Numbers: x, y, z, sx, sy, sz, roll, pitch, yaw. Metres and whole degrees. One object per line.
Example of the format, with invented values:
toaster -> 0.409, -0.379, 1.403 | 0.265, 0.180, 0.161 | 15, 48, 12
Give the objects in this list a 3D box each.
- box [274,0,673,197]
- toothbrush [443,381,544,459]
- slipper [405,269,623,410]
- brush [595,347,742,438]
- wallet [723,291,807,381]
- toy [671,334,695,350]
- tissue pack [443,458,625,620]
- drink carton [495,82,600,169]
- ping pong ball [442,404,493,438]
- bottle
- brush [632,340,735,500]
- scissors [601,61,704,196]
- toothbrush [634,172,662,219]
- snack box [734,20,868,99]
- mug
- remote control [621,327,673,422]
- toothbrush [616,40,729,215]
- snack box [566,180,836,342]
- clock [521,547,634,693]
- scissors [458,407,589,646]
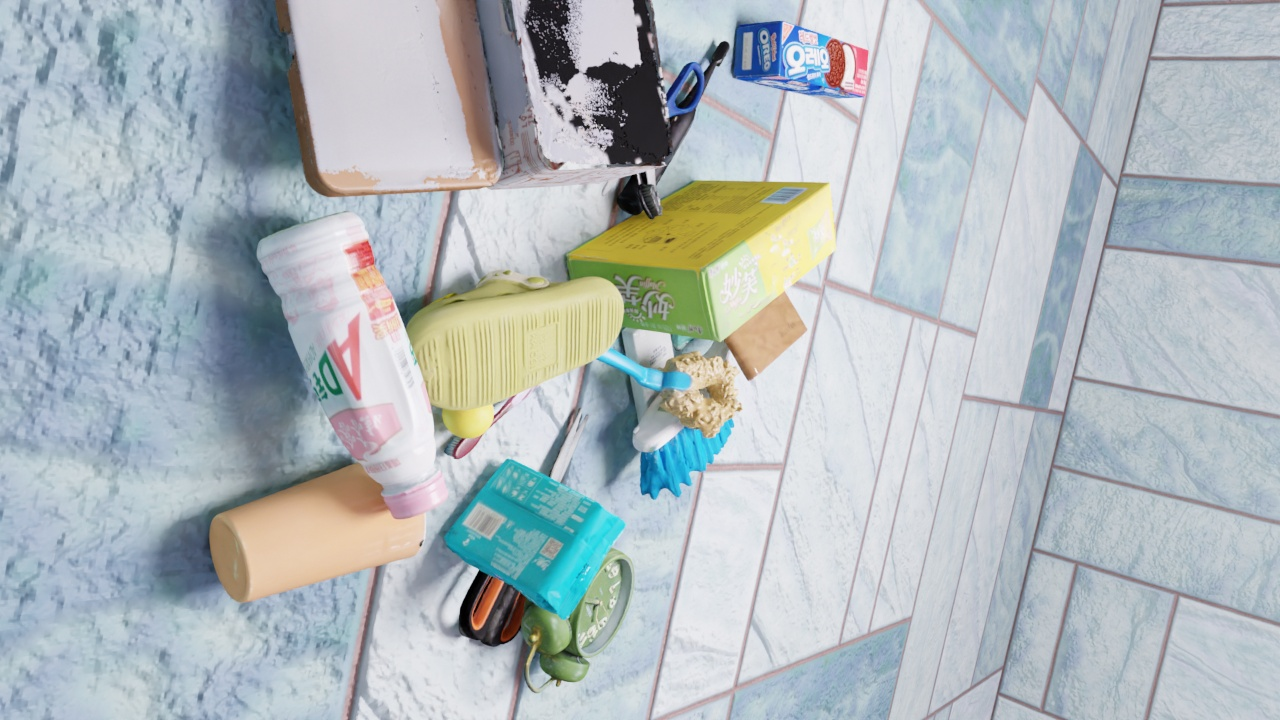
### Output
box -> -0.106, -0.204, 0.615 | 0.259, 0.082, 0.177 | -12, 96, -40
toothbrush -> -0.101, 0.023, 0.789 | 0.187, 0.017, 0.016 | -46, 131, -37
slipper -> -0.104, -0.025, 0.716 | 0.190, 0.081, 0.092 | -16, 127, -32
brush -> -0.005, 0.005, 0.828 | 0.254, 0.046, 0.083 | 22, 66, -32
wallet -> 0.119, -0.048, 0.952 | 0.115, 0.020, 0.101 | -37, 98, -39
toy -> 0.053, -0.056, 0.951 | 0.096, 0.030, 0.092 | -25, 128, -54
tissue pack -> -0.085, 0.143, 0.749 | 0.093, 0.134, 0.050 | -54, 142, -22
drink carton -> -0.062, -0.198, 0.738 | 0.122, 0.046, 0.053 | -51, 124, -33
ping pong ball -> -0.136, 0.042, 0.725 | 0.040, 0.040, 0.040 | -21, 118, -48
bottle -> -0.178, 0.006, 0.592 | 0.068, 0.068, 0.197 | -30, 106, -44
brush -> 0.083, 0.004, 0.961 | 0.313, 0.061, 0.109 | -48, 132, -37
scissors -> 0.007, -0.221, 0.825 | 0.174, 0.012, 0.162 | -42, 121, -31
toothbrush -> -0.012, -0.212, 0.792 | 0.014, 0.016, 0.189 | -35, 117, -39
snack box -> 0.181, -0.324, 1.005 | 0.207, 0.057, 0.058 | -11, 107, -50
mug -> -0.218, 0.114, 0.619 | 0.122, 0.078, 0.078 | -13, 112, -44
remote control -> 0.013, 0.017, 0.930 | 0.056, 0.019, 0.135 | -39, 130, -39
toothbrush -> 0.037, -0.227, 0.877 | 0.212, 0.026, 0.027 | -61, 170, -21
snack box -> 0.060, -0.099, 0.837 | 0.209, 0.158, 0.070 | -37, 125, -40
clock -> -0.062, 0.234, 0.857 | 0.160, 0.056, 0.116 | -55, 146, -32
scissors -> -0.095, 0.154, 0.842 | 0.234, 0.022, 0.149 | -53, 146, -36
